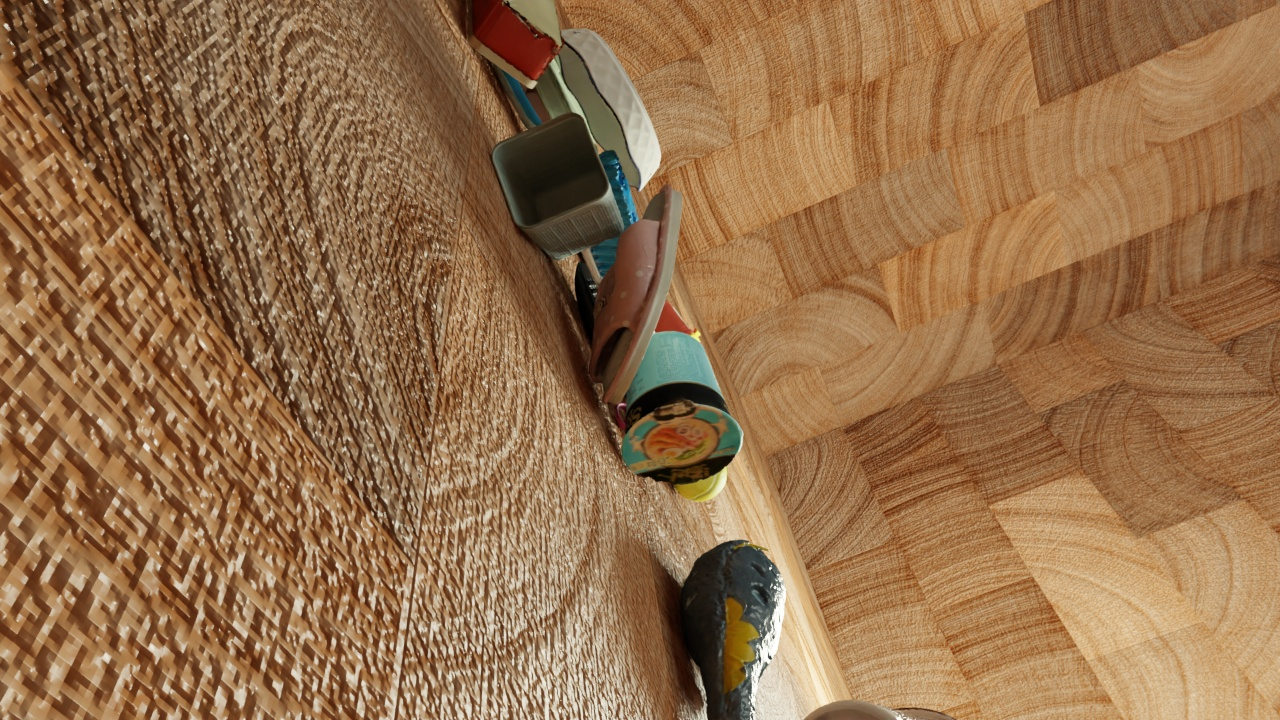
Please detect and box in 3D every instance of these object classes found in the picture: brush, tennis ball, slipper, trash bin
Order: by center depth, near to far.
[{"bbox_3d":[-0.009,-0.074,0.875,0.114,0.054,0.273,120,-12,-48],"label":"slipper"},{"bbox_3d":[0.249,0.450,0.946,0.192,0.228,0.227,44,22,-41],"label":"trash bin"},{"bbox_3d":[-0.078,-0.227,1.062,0.060,0.109,0.315,-71,147,-66],"label":"brush"},{"bbox_3d":[0.068,0.131,1.067,0.065,0.065,0.065,-22,89,-83],"label":"tennis ball"}]

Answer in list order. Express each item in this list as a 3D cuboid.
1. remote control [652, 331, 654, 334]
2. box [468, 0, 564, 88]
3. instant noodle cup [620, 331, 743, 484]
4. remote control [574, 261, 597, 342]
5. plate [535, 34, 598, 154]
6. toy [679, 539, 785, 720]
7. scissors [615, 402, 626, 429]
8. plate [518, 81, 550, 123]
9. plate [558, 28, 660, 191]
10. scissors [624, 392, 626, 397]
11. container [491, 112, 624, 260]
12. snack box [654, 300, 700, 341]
[{"bbox_3d":[-0.006,-0.044,1.145,0.049,0.024,0.125,22,-27,38],"label":"remote control"},{"bbox_3d":[-0.132,-0.377,1.004,0.091,0.077,0.168,30,28,-29],"label":"box"},{"bbox_3d":[0.032,0.037,0.872,0.120,0.111,0.111,-97,164,-46],"label":"instant noodle cup"},{"bbox_3d":[-0.042,-0.035,0.935,0.053,0.024,0.136,-38,106,-81],"label":"remote control"},{"bbox_3d":[-0.107,-0.354,1.202,0.230,0.027,0.230,-23,89,-81],"label":"plate"},{"bbox_3d":[0.087,0.232,0.823,0.356,0.091,0.138,5,75,-79],"label":"toy"},{"bbox_3d":[-0.006,0.049,0.940,0.093,0.017,0.137,56,20,-32],"label":"scissors"},{"bbox_3d":[-0.144,-0.378,1.233,0.229,0.028,0.229,-22,89,-82],"label":"plate"},{"bbox_3d":[-0.037,-0.299,1.082,0.205,0.045,0.205,59,-4,6],"label":"plate"},{"bbox_3d":[-0.008,0.002,1.036,0.176,0.012,0.162,56,17,-20],"label":"scissors"},{"bbox_3d":[-0.071,-0.155,0.853,0.111,0.090,0.090,51,18,-75],"label":"container"},{"bbox_3d":[0.037,-0.039,1.322,0.080,0.082,0.091,59,5,11],"label":"snack box"}]
